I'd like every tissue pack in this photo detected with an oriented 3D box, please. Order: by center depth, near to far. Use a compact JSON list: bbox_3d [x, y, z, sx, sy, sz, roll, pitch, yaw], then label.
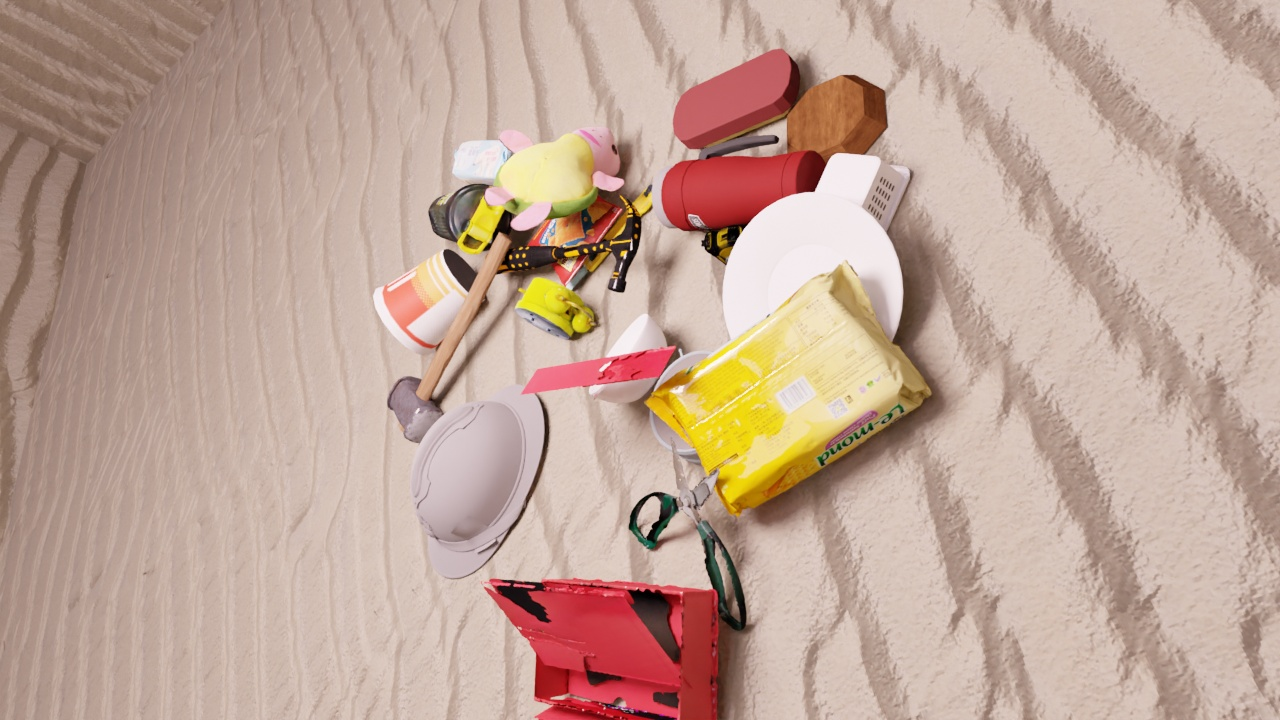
[{"bbox_3d":[-0.187,-0.274,1.329,0.182,0.112,0.070,17,85,53],"label":"tissue pack"}]

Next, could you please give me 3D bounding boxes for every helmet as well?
[{"bbox_3d":[-0.241,0.142,1.180,0.183,0.117,0.271,25,89,45],"label":"helmet"}]

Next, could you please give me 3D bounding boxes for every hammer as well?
[{"bbox_3d":[-0.109,-0.144,1.212,0.321,0.036,0.123,1,77,50],"label":"hammer"},{"bbox_3d":[-0.264,-0.034,1.302,0.329,0.052,0.098,-59,44,16],"label":"hammer"}]

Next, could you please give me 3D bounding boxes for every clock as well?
[{"bbox_3d":[0.076,0.056,0.997,0.122,0.045,0.159,-56,44,5],"label":"clock"},{"bbox_3d":[-0.109,-0.065,1.195,0.119,0.083,0.057,14,73,46],"label":"clock"}]

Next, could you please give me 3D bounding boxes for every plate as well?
[{"bbox_3d":[0.175,-0.067,0.948,0.209,0.015,0.208,4,96,40],"label":"plate"},{"bbox_3d":[0.216,-0.274,1.050,0.132,0.025,0.131,-20,57,34],"label":"plate"}]

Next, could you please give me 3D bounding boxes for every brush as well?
[{"bbox_3d":[0.122,-0.320,1.145,0.174,0.042,0.082,-15,60,36],"label":"brush"}]

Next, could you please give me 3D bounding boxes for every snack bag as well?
[{"bbox_3d":[0.138,0.033,0.891,0.248,0.068,0.159,-36,76,16],"label":"snack bag"},{"bbox_3d":[-0.092,-0.180,1.265,0.131,0.039,0.144,-53,40,8],"label":"snack bag"}]

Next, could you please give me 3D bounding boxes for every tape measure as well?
[{"bbox_3d":[0.112,-0.128,1.044,0.061,0.061,0.034,-15,63,37],"label":"tape measure"}]

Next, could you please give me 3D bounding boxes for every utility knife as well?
[{"bbox_3d":[-0.051,-0.148,1.234,0.225,0.019,0.030,-50,37,15],"label":"utility knife"}]

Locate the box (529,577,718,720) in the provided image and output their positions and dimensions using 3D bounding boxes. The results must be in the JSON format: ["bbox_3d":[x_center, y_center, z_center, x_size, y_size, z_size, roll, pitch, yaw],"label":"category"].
[{"bbox_3d":[-0.080,0.421,0.844,0.215,0.171,0.476,-7,39,43],"label":"box"}]

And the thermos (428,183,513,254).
[{"bbox_3d":[-0.258,-0.210,1.359,0.098,0.098,0.221,-64,27,-4],"label":"thermos"}]

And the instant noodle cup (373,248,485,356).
[{"bbox_3d":[-0.306,-0.092,1.362,0.121,0.123,0.123,-35,49,13],"label":"instant noodle cup"}]

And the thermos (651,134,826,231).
[{"bbox_3d":[0.114,-0.207,1.063,0.199,0.084,0.108,4,79,40],"label":"thermos"}]

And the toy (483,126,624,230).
[{"bbox_3d":[-0.111,-0.241,1.202,0.190,0.088,0.237,23,46,19],"label":"toy"}]

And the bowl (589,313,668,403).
[{"bbox_3d":[-0.006,0.006,1.072,0.115,0.050,0.114,-52,11,14],"label":"bowl"}]

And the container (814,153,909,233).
[{"bbox_3d":[0.221,-0.161,0.973,0.081,0.049,0.129,19,83,45],"label":"container"}]

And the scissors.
[{"bbox_3d":[0.054,0.186,0.930,0.204,0.015,0.202,61,147,21],"label":"scissors"}]
